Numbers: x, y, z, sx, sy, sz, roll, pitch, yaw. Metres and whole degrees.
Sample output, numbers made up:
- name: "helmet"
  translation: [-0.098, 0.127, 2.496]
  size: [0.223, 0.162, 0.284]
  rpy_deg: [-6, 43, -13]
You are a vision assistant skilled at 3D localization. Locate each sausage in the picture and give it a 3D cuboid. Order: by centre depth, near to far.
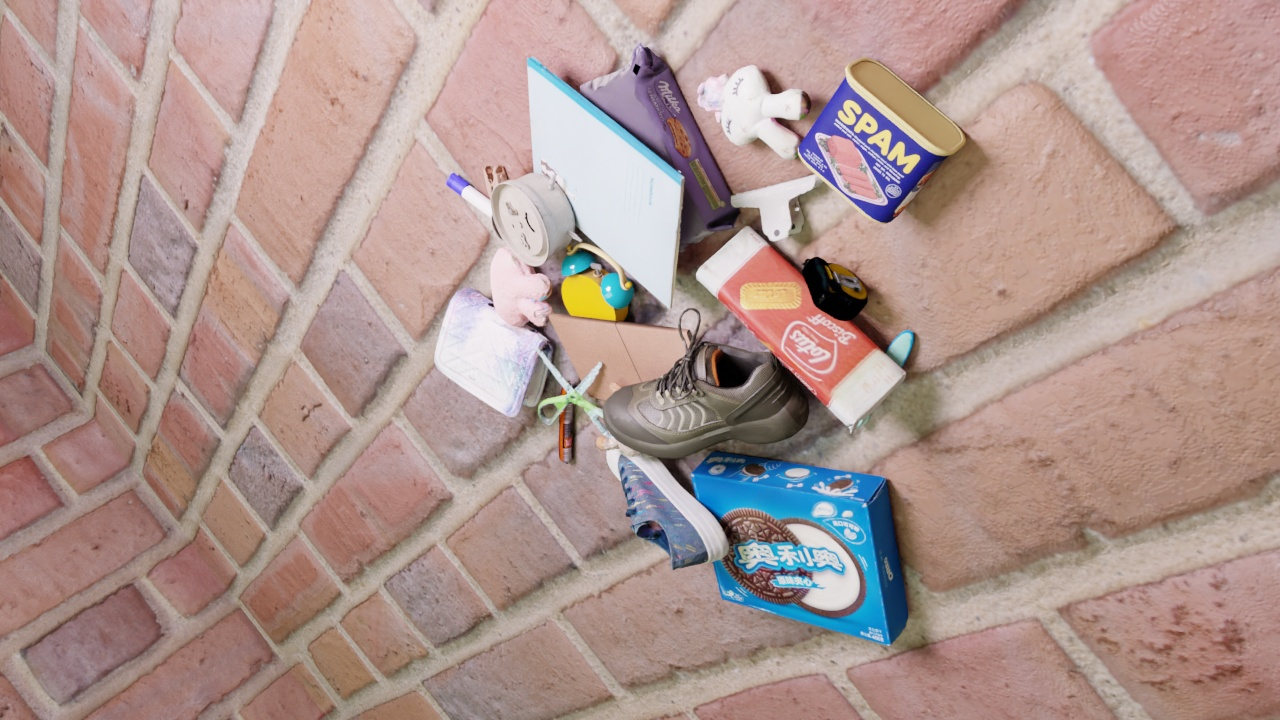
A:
- name: "sausage"
  translation: [-0.104, 0.088, 1.278]
  size: [0.020, 0.020, 0.156]
  rpy_deg: [26, 131, 26]

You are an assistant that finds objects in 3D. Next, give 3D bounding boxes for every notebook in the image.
- name: "notebook"
  translation: [-0.043, -0.190, 0.984]
  size: [0.253, 0.009, 0.181]
  rpy_deg: [44, 150, 29]
- name: "notebook"
  translation: [-0.007, 0.007, 1.121]
  size: [0.209, 0.008, 0.141]
  rpy_deg: [8, 137, 37]

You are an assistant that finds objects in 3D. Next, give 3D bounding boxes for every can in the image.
- name: "can"
  translation: [0.206, -0.189, 0.803]
  size: [0.116, 0.056, 0.092]
  rpy_deg: [43, 138, 10]

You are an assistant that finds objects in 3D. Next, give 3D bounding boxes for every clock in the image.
- name: "clock"
  translation: [-0.134, -0.170, 1.091]
  size: [0.157, 0.061, 0.103]
  rpy_deg: [3, 121, 53]
- name: "clock"
  translation: [-0.054, -0.083, 1.108]
  size: [0.099, 0.043, 0.130]
  rpy_deg: [33, 141, 20]

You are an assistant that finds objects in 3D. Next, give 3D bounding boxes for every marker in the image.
- name: "marker"
  translation: [-0.190, -0.193, 1.167]
  size: [0.141, 0.020, 0.020]
  rpy_deg: [37, 135, 16]

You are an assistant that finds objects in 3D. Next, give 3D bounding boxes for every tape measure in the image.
- name: "tape measure"
  translation: [0.191, -0.069, 0.890]
  size: [0.061, 0.061, 0.034]
  rpy_deg: [18, 129, -26]

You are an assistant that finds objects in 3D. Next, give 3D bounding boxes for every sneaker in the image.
- name: "sneaker"
  translation: [0.053, 0.027, 0.996]
  size: [0.238, 0.100, 0.143]
  rpy_deg: [-7, 130, 22]
- name: "sneaker"
  translation: [0.013, 0.184, 1.152]
  size: [0.235, 0.079, 0.087]
  rpy_deg: [41, 149, 46]

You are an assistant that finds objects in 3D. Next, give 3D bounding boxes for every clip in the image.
- name: "clip"
  translation: [0.135, -0.147, 0.907]
  size: [0.102, 0.045, 0.055]
  rpy_deg: [-6, 100, 44]
- name: "clip"
  translation: [-0.180, -0.216, 1.141]
  size: [0.052, 0.026, 0.059]
  rpy_deg: [37, 134, 19]

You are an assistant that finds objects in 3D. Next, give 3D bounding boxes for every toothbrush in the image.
- name: "toothbrush"
  translation: [0.246, 0.022, 0.935]
  size: [0.022, 0.017, 0.135]
  rpy_deg: [37, 136, 22]

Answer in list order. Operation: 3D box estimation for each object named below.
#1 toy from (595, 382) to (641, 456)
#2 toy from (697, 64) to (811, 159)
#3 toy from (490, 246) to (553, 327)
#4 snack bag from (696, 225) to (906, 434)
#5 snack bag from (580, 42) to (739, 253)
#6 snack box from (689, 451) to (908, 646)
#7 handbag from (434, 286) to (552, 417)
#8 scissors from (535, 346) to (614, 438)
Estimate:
- name: "toy"
  translation: [0.001, 0.082, 1.148]
  size: [0.106, 0.074, 0.085]
  rpy_deg: [16, 125, 5]
- name: "toy"
  translation: [0.105, -0.238, 0.871]
  size: [0.123, 0.037, 0.079]
  rpy_deg: [29, 139, 27]
- name: "toy"
  translation: [-0.150, -0.088, 1.170]
  size: [0.105, 0.053, 0.108]
  rpy_deg: [29, 128, 38]
- name: "snack bag"
  translation: [0.158, -0.035, 0.919]
  size: [0.225, 0.077, 0.041]
  rpy_deg: [46, 177, 16]
- name: "snack bag"
  translation: [0.016, -0.211, 0.949]
  size: [0.097, 0.058, 0.205]
  rpy_deg: [-19, 104, 47]
- name: "snack box"
  translation: [0.186, 0.217, 1.086]
  size: [0.239, 0.056, 0.196]
  rpy_deg: [5, 119, 40]
- name: "handbag"
  translation: [-0.198, -0.014, 1.263]
  size: [0.158, 0.069, 0.127]
  rpy_deg: [32, 119, 20]
- name: "scissors"
  translation: [-0.082, 0.048, 1.209]
  size: [0.172, 0.023, 0.172]
  rpy_deg: [40, 140, -5]
